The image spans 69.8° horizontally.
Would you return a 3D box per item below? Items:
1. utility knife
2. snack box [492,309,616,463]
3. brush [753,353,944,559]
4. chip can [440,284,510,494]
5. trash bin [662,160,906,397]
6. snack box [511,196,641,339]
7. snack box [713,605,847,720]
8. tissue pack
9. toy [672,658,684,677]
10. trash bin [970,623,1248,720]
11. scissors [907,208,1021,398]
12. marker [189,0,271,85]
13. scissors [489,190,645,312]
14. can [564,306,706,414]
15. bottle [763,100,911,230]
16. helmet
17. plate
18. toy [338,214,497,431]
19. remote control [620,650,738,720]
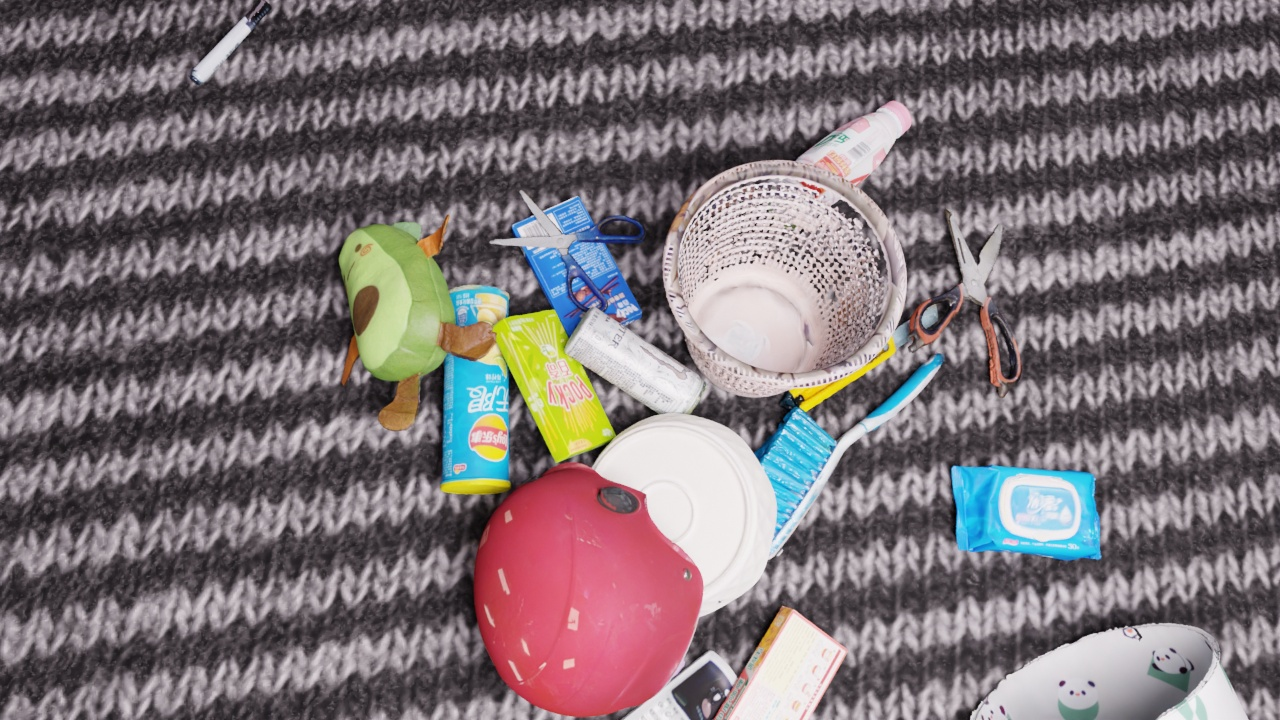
[{"bbox_3d":[0.246,-0.004,1.017,0.219,0.015,0.033,-32,80,-10],"label":"utility knife"},{"bbox_3d":[-0.089,0.024,0.954,0.026,0.085,0.156,-32,80,33],"label":"snack box"},{"bbox_3d":[0.203,0.082,0.977,0.109,0.061,0.314,37,74,1],"label":"brush"},{"bbox_3d":[-0.171,0.031,0.958,0.071,0.071,0.210,-1,75,-3],"label":"chip can"},{"bbox_3d":[0.128,-0.057,0.930,0.227,0.192,0.227,1,72,-3],"label":"trash bin"},{"bbox_3d":[-0.071,-0.098,1.020,0.084,0.026,0.157,-26,78,-9],"label":"snack box"},{"bbox_3d":[0.134,0.330,0.905,0.077,0.027,0.155,38,75,-13],"label":"snack box"},{"bbox_3d":[0.406,0.158,0.964,0.157,0.052,0.095,5,75,-2],"label":"tissue pack"},{"bbox_3d":[-0.006,0.280,0.912,0.108,0.038,0.084,20,108,3],"label":"toy"},{"bbox_3d":[0.465,0.404,0.824,0.229,0.230,0.252,-28,84,-10],"label":"trash bin"},{"bbox_3d":[0.374,-0.065,1.029,0.189,0.015,0.225,46,66,-2],"label":"scissors"},{"bbox_3d":[-0.480,-0.375,1.074,0.018,0.023,0.130,35,75,-1],"label":"marker"},{"bbox_3d":[-0.075,-0.124,1.005,0.175,0.012,0.162,-14,76,-7],"label":"scissors"},{"bbox_3d":[-0.006,0.006,0.965,0.146,0.058,0.058,33,75,-7],"label":"can"},{"bbox_3d":[0.230,-0.229,1.053,0.196,0.068,0.068,-39,80,-16],"label":"bottle"},{"bbox_3d":[-0.075,0.210,0.837,0.240,0.143,0.207,47,118,26],"label":"helmet"},{"bbox_3d":[0.029,0.152,0.911,0.205,0.045,0.204,-4,78,18],"label":"plate"},{"bbox_3d":[-0.249,-0.053,0.942,0.227,0.090,0.246,-48,53,18],"label":"toy"},{"bbox_3d":[0.032,0.353,0.908,0.150,0.021,0.058,-36,80,-11],"label":"remote control"}]
